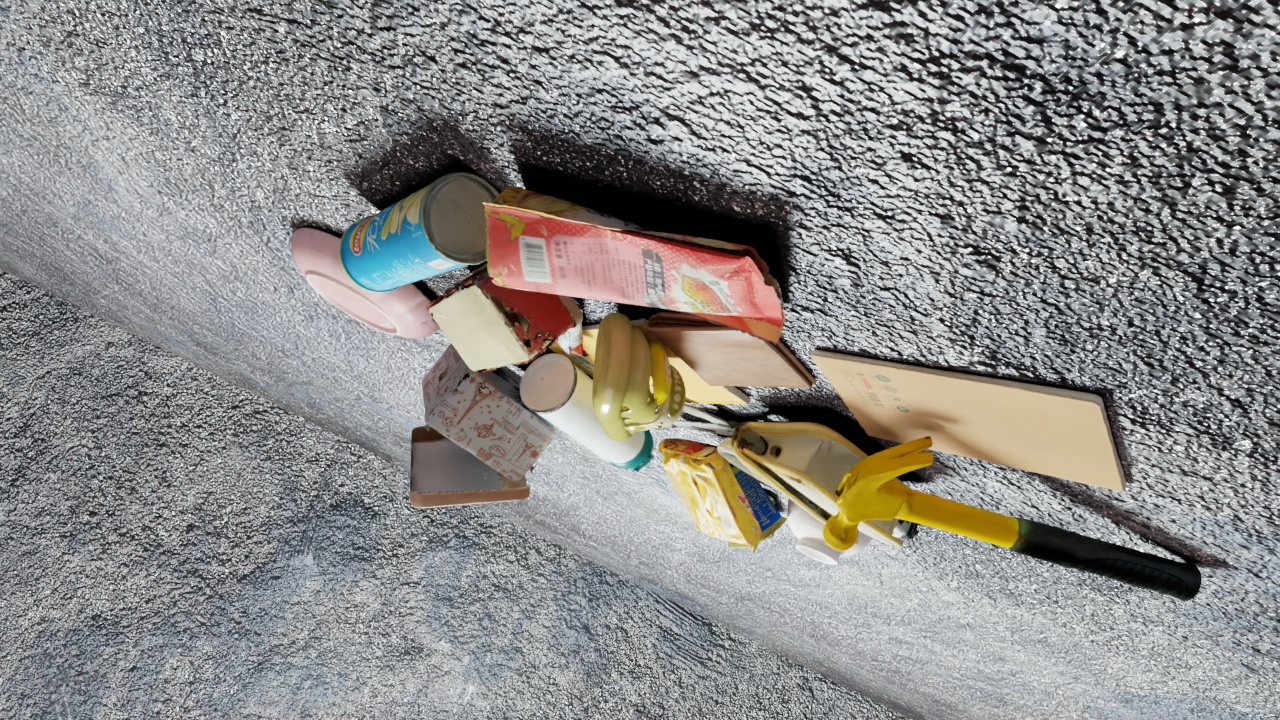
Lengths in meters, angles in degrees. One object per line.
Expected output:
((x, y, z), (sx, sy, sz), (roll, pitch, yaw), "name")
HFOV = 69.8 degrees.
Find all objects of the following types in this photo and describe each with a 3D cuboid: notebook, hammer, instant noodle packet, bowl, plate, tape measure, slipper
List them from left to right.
((-0.318, -0.078, 1.047), (0.192, 0.039, 0.193), (26, 162, 9), "plate")
((-0.005, 0.005, 0.917), (0.146, 0.010, 0.207), (35, 160, -28), "notebook")
((0.000, 0.019, 0.823), (0.081, 0.091, 0.191), (0, 161, 0), "slipper")
((0.079, 0.147, 1.013), (0.111, 0.044, 0.128), (9, 129, 60), "instant noodle packet")
((0.216, 0.197, 1.065), (0.118, 0.064, 0.118), (23, 161, 8), "bowl")
((0.251, 0.159, 0.962), (0.066, 0.033, 0.066), (3, 154, 46), "tape measure")
((0.245, 0.045, 0.693), (0.208, 0.008, 0.148), (11, 157, 39), "notebook")
((0.311, 0.144, 0.762), (0.301, 0.032, 0.129), (16, 130, 1), "hammer")

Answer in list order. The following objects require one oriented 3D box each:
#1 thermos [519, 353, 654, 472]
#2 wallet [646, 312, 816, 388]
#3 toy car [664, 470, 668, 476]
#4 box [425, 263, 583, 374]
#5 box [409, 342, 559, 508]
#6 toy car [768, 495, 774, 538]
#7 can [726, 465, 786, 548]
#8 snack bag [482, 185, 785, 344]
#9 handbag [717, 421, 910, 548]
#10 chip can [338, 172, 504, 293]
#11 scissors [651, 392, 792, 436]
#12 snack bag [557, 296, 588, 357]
((-0.052, 0.065, 1.042), (0.073, 0.073, 0.224), (15, 164, 31), "thermos")
((0.075, -0.006, 0.766), (0.115, 0.020, 0.101), (3, 153, 44), "wallet")
((0.066, 0.145, 1.165), (0.043, 0.036, 0.091), (10, 156, 37), "toy car")
((-0.131, -0.036, 0.822), (0.091, 0.078, 0.169), (55, 155, -13), "box")
((-0.198, 0.090, 1.067), (0.150, 0.166, 0.182), (40, -177, -21), "box")
((0.154, 0.195, 1.196), (0.048, 0.032, 0.105), (18, 149, 23), "toy car")
((0.117, 0.174, 1.100), (0.083, 0.057, 0.102), (57, 160, 3), "can")
((-0.003, -0.066, 0.643), (0.208, 0.073, 0.128), (14, 164, 17), "snack bag")
((0.156, 0.118, 0.890), (0.163, 0.063, 0.179), (36, 161, -29), "handbag")
((-0.187, -0.102, 0.767), (0.071, 0.071, 0.211), (35, 159, -27), "chip can")
((0.114, 0.076, 0.933), (0.225, 0.015, 0.189), (26, 161, -10), "scissors")
((-0.069, -0.036, 0.851), (0.048, 0.026, 0.104), (37, 158, 17), "snack bag")
